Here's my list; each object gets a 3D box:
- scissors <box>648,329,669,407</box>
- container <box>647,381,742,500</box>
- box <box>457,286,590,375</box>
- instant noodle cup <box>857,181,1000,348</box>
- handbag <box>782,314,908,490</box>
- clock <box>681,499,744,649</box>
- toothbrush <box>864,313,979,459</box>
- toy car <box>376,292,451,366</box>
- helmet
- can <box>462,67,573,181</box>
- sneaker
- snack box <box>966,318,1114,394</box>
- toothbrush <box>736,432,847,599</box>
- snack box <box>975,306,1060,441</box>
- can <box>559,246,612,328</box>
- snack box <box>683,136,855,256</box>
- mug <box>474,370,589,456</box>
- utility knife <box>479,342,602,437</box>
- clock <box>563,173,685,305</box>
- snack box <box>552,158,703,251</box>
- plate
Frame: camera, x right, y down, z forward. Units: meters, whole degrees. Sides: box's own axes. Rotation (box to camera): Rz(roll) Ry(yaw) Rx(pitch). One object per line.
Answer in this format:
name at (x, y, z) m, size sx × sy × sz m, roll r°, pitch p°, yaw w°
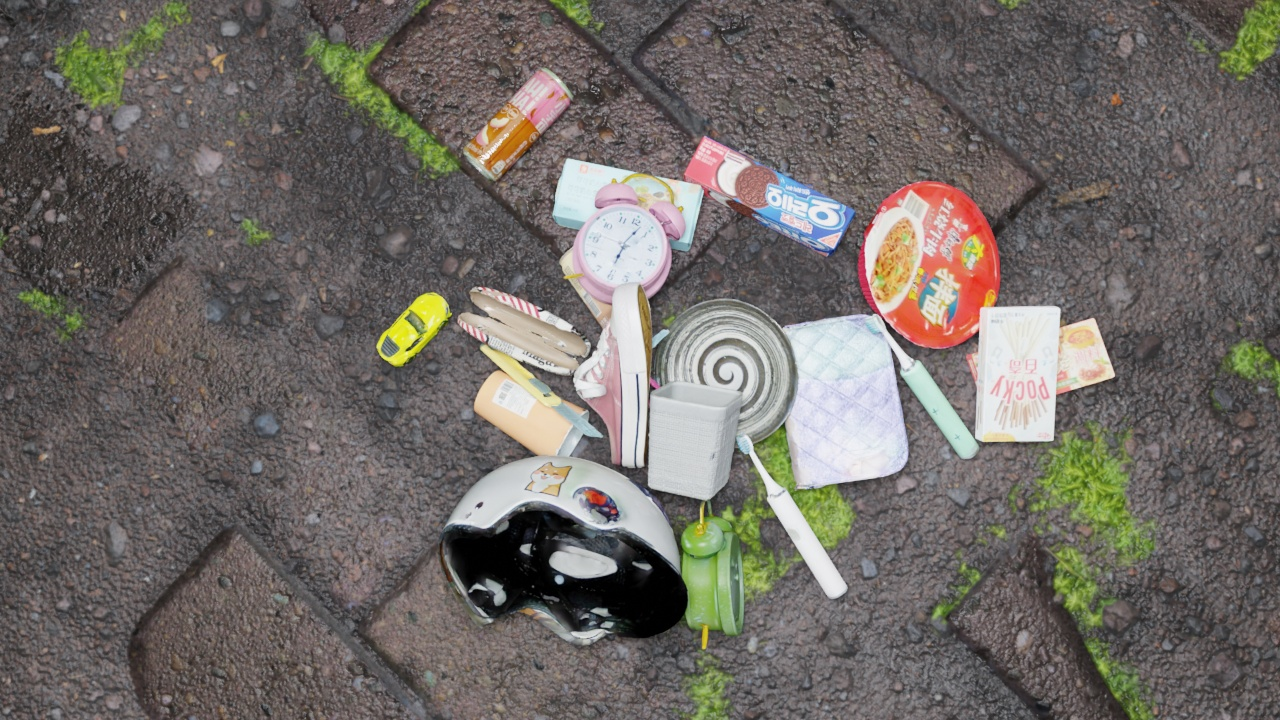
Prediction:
scissors at (-0.005, 0.008, 1.097) m, size 0.130 × 0.017 × 0.134 m, roll 45°, pitch 122°, yaw -8°
container at (0.060, 0.092, 1.058) m, size 0.090 × 0.090 × 0.114 m, roll 10°, pitch 104°, yaw 21°
box at (-0.144, -0.023, 1.110) m, size 0.163 × 0.075 × 0.083 m, roll 24°, pitch 72°, yaw 3°
instant noodle cup at (0.325, -0.109, 1.072) m, size 0.193 × 0.066 × 0.194 m, roll 1°, pitch 88°, yaw -24°
handbag at (0.233, 0.048, 1.079) m, size 0.134 × 0.075 × 0.193 m, roll -8°, pitch 82°, yaw 6°
clock at (0.082, 0.237, 1.046) m, size 0.056 × 0.116 × 0.161 m, roll -4°, pitch 86°, yaw 12°
toothbrush at (0.324, 0.030, 1.051) m, size 0.224 × 0.027 × 0.026 m, roll 50°, pitch 43°, yaw -21°
toy car at (-0.281, -0.040, 1.135) m, size 0.048 × 0.032 × 0.105 m, roll 43°, pitch 86°, yaw 7°
helmet at (-0.080, 0.196, 1.027) m, size 0.274 × 0.231 × 0.156 m, roll 6°, pitch 43°, yaw 2°
can at (-0.153, -0.293, 1.143) m, size 0.058 × 0.058 × 0.147 m, roll 42°, pitch 87°, yaw 6°
sneaker at (-0.033, 0.022, 1.042) m, size 0.088 × 0.118 × 0.241 m, roll 3°, pitch 124°, yaw 4°
snack box at (0.476, 0.007, 1.095) m, size 0.153 × 0.025 × 0.075 m, roll -16°, pitch 84°, yaw 1°
toothbrush at (0.174, 0.180, 1.074) m, size 0.027 × 0.026 × 0.221 m, roll -31°, pitch 92°, yaw 33°
snack box at (0.435, 0.016, 1.060) m, size 0.084 × 0.027 × 0.157 m, roll -1°, pitch 97°, yaw -2°
can at (-0.045, -0.088, 1.115) m, size 0.058 × 0.058 × 0.116 m, roll -35°, pitch 83°, yaw -2°
snack box at (0.156, -0.199, 1.118) m, size 0.207 × 0.057 × 0.058 m, roll 28°, pitch 88°, yaw 5°
mug at (-0.133, 0.065, 1.096) m, size 0.123 × 0.078 × 0.078 m, roll 28°, pitch 86°, yaw 10°
utility knife at (-0.122, 0.032, 1.077) m, size 0.220 × 0.030 × 0.022 m, roll 41°, pitch 130°, yaw 29°
clock at (-0.013, -0.142, 1.064) m, size 0.117 × 0.060 × 0.158 m, roll 24°, pitch 80°, yaw 2°
snack box at (-0.015, -0.190, 1.128) m, size 0.175 × 0.051 × 0.074 m, roll 12°, pitch 85°, yaw 4°
plate at (0.101, 0.016, 1.092) m, size 0.180 × 0.024 × 0.179 m, roll 3°, pitch 97°, yaw 22°
